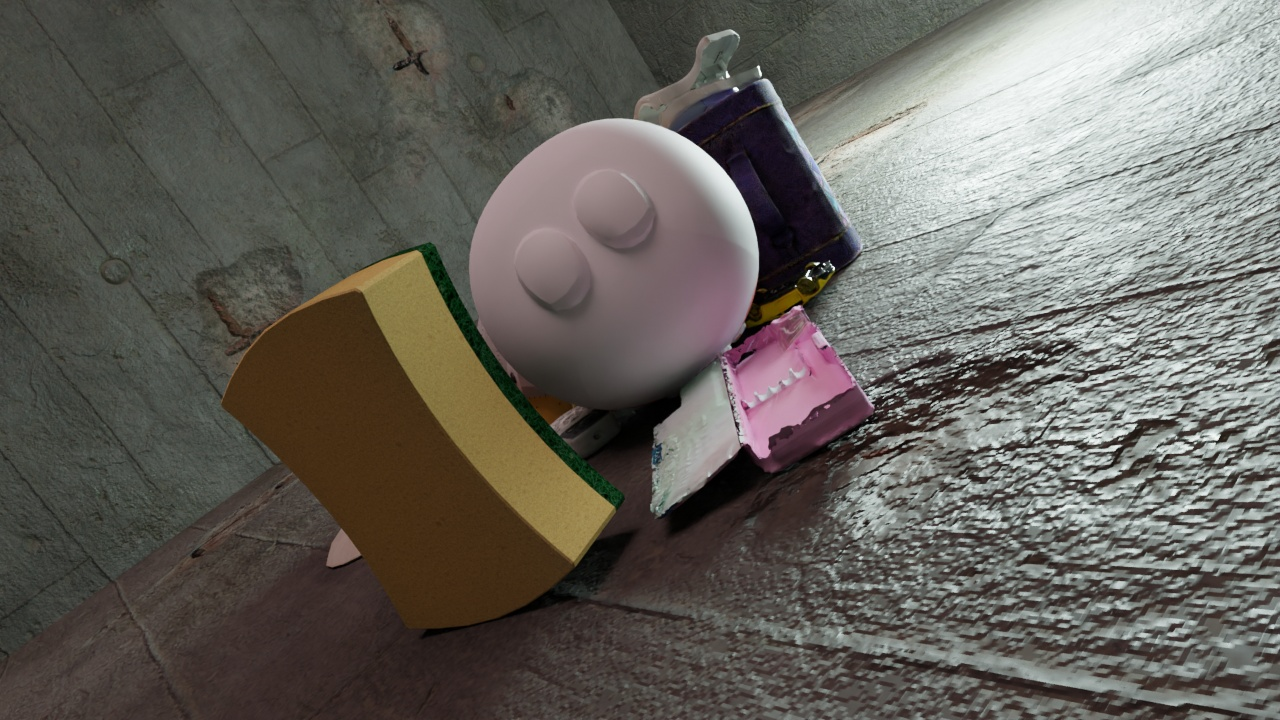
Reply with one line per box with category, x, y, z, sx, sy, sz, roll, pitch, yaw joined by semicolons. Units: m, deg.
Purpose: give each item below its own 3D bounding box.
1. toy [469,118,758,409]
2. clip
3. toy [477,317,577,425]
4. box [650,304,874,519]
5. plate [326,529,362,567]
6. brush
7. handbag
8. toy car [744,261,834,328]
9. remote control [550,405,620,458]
toy;-0.014;-0.079;0.866;0.263;0.265;0.280;-44;-19;5
clip;0.063;-0.278;0.974;0.124;0.081;0.148;-32;3;-37
toy;-0.124;-0.020;1.077;0.141;0.246;0.268;-12;-8;-6
box;0.075;0.033;0.682;0.159;0.035;0.230;-31;12;9
plate;-0.308;0.180;1.117;0.189;0.027;0.188;-32;12;7
brush;-0.156;0.062;0.645;0.196;0.250;0.075;-29;12;38
handbag;0.136;-0.180;0.989;0.126;0.205;0.221;-30;6;17
toy car;0.144;-0.064;0.897;0.107;0.030;0.049;-29;11;32
remote control;-0.058;0.068;0.907;0.060;0.028;0.114;-36;13;-13
